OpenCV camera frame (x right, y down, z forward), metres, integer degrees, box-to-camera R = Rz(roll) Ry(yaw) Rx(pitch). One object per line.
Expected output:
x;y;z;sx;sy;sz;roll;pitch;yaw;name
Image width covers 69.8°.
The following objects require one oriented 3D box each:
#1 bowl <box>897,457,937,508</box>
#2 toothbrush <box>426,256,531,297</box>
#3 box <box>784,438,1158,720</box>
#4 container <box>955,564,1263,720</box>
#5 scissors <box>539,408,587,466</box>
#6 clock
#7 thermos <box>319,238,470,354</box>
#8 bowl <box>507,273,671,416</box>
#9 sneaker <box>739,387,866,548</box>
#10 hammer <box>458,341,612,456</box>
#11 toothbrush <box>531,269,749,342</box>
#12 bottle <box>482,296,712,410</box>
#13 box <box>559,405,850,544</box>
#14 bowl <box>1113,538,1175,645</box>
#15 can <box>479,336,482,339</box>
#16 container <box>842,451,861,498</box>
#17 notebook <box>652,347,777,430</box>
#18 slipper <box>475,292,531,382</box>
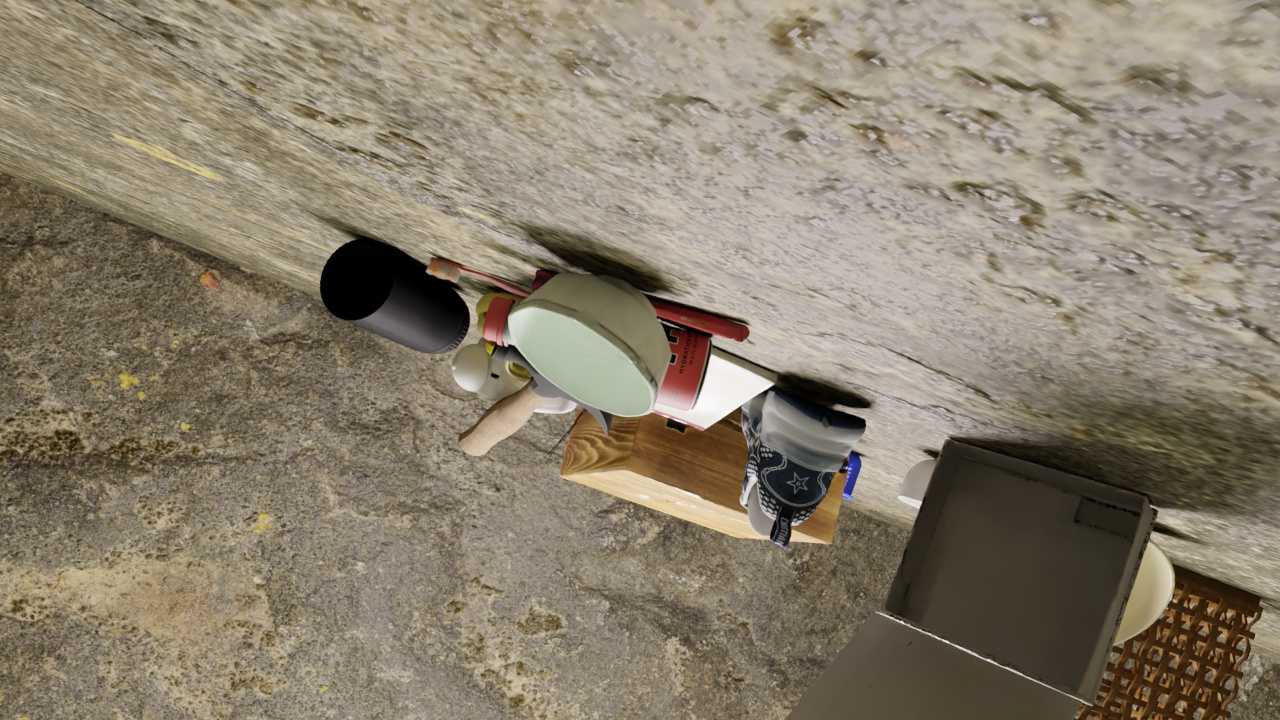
0.315;0.131;0.913;0.105;0.054;0.105;21;172;3;bowl
-0.118;-0.065;0.845;0.184;0.015;0.015;17;167;19;toothbrush
0.212;0.268;0.668;0.167;0.477;0.119;16;146;38;box
0.576;0.347;1.166;0.251;0.214;0.219;20;174;6;container
-0.053;0.046;1.017;0.012;0.163;0.154;39;-153;-8;scissors
-0.126;0.007;1.032;0.125;0.073;0.160;18;-170;23;clock
-0.257;-0.061;1.013;0.086;0.086;0.198;19;174;19;thermos
-0.027;-0.019;0.636;0.117;0.061;0.118;27;154;14;bowl
0.131;0.100;0.872;0.103;0.132;0.269;19;179;0;sneaker
-0.124;0.054;0.928;0.132;0.040;0.306;26;153;-16;hammer
-0.006;-0.040;0.668;0.190;0.016;0.016;17;172;33;toothbrush
-0.036;-0.011;0.725;0.176;0.062;0.062;15;174;-1;bottle
0.078;0.109;1.118;0.279;0.167;0.245;24;167;-19;box
0.408;0.194;0.864;0.150;0.151;0.075;22;-151;-8;bowl
-0.141;0.003;1.177;0.116;0.086;0.086;18;174;24;can
0.239;0.140;1.233;0.096;0.058;0.114;22;174;-9;container
-0.005;0.005;0.820;0.208;0.012;0.153;22;153;-14;notebook
-0.098;-0.015;0.912;0.091;0.081;0.191;23;172;-41;slipper
